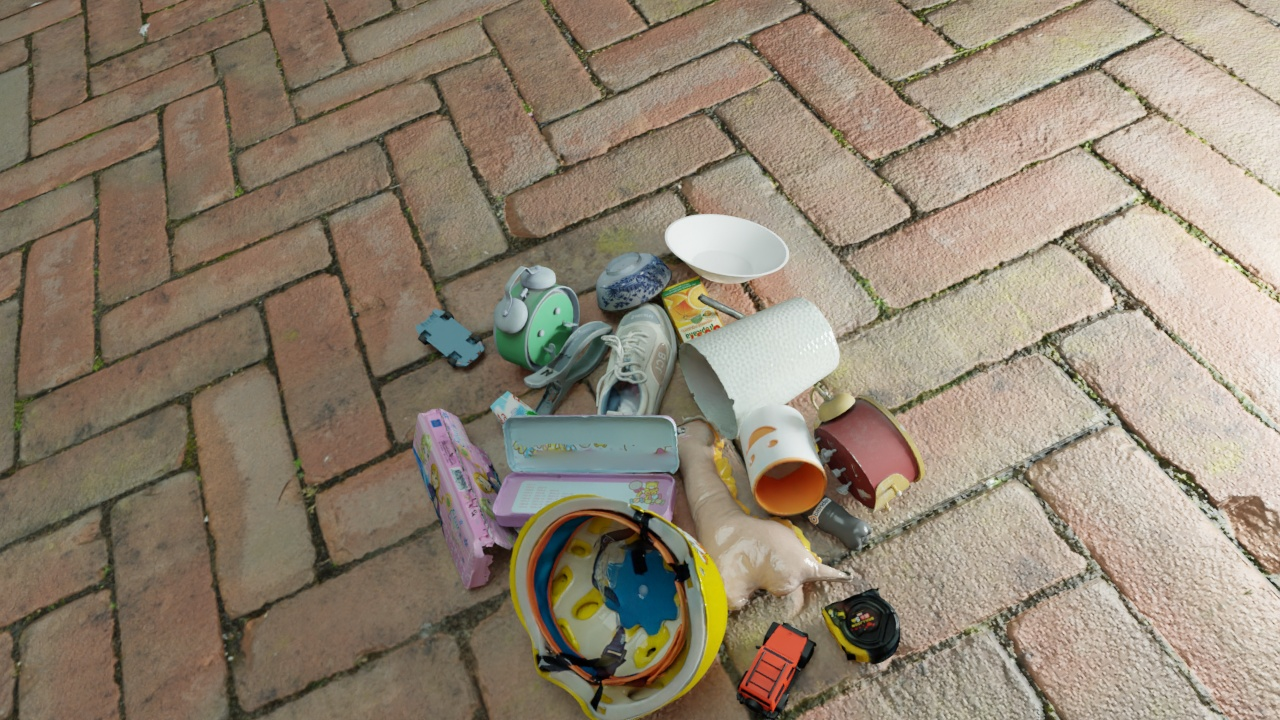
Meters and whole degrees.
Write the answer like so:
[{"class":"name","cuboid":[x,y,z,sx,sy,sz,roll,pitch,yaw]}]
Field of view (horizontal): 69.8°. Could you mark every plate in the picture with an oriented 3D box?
[{"class":"plate","cuboid":[0.118,-0.148,1.286,0.174,0.036,0.173,6,36,-4]}]

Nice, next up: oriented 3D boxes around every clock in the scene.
[{"class":"clock","cuboid":[0.240,0.097,1.046,0.081,0.117,0.159,-34,69,-9]},{"class":"clock","cuboid":[-0.140,-0.058,1.223,0.075,0.162,0.121,19,61,26]}]

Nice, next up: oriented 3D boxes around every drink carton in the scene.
[{"class":"drink carton","cuboid":[-0.141,0.090,1.189,0.129,0.044,0.038,35,68,30]},{"class":"drink carton","cuboid":[0.076,-0.051,1.244,0.058,0.041,0.122,-21,53,-3]}]

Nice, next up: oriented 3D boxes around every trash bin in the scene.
[{"class":"trash bin","cuboid":[0.150,0.002,1.138,0.161,0.133,0.133,-27,53,-14]}]

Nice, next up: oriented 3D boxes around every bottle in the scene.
[{"class":"bottle","cuboid":[0.211,0.175,1.049,0.110,0.036,0.036,33,67,31]}]

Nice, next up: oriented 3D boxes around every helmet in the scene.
[{"class":"helmet","cuboid":[-0.011,0.252,0.971,0.240,0.139,0.209,37,98,32]}]

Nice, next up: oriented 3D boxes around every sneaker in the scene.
[{"class":"sneaker","cuboid":[-0.007,0.007,1.190,0.089,0.091,0.241,1,54,14]}]

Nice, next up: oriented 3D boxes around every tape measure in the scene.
[{"class":"tape measure","cuboid":[0.236,0.280,0.963,0.071,0.042,0.072,-20,48,-3]}]

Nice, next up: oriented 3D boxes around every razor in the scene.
[{"class":"razor","cuboid":[0.122,-0.063,1.218,0.106,0.026,0.042,24,53,-22]}]

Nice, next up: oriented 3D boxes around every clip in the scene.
[{"class":"clip","cuboid":[-0.093,0.013,1.230,0.027,0.091,0.161,27,50,29]}]

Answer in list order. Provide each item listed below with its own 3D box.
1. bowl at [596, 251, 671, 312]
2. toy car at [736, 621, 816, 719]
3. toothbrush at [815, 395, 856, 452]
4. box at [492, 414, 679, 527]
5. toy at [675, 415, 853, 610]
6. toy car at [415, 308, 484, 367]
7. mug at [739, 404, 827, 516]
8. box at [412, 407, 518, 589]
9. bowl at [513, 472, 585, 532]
[{"class":"bowl","cuboid":[-0.017,-0.119,1.286,0.114,0.045,0.114,-20,29,12]},{"class":"toy car","cuboid":[0.140,0.318,0.951,0.051,0.049,0.100,23,62,26]},{"class":"toothbrush","cuboid":[0.231,0.088,1.121,0.021,0.016,0.135,29,65,34]},{"class":"box","cuboid":[-0.062,0.131,1.073,0.214,0.062,0.140,-1,72,14]},{"class":"toy","cuboid":[0.117,0.166,1.070,0.196,0.065,0.263,-7,45,-4]},{"class":"toy car","cuboid":[-0.270,-0.026,1.315,0.108,0.027,0.060,36,68,21]},{"class":"mug","cuboid":[0.159,0.112,1.042,0.082,0.082,0.105,-13,33,3]},{"class":"box","cuboid":[-0.207,0.161,1.140,0.090,0.085,0.230,-7,46,-29]},{"class":"bowl","cuboid":[-0.100,0.181,1.113,0.110,0.041,0.109,-7,53,9]}]
